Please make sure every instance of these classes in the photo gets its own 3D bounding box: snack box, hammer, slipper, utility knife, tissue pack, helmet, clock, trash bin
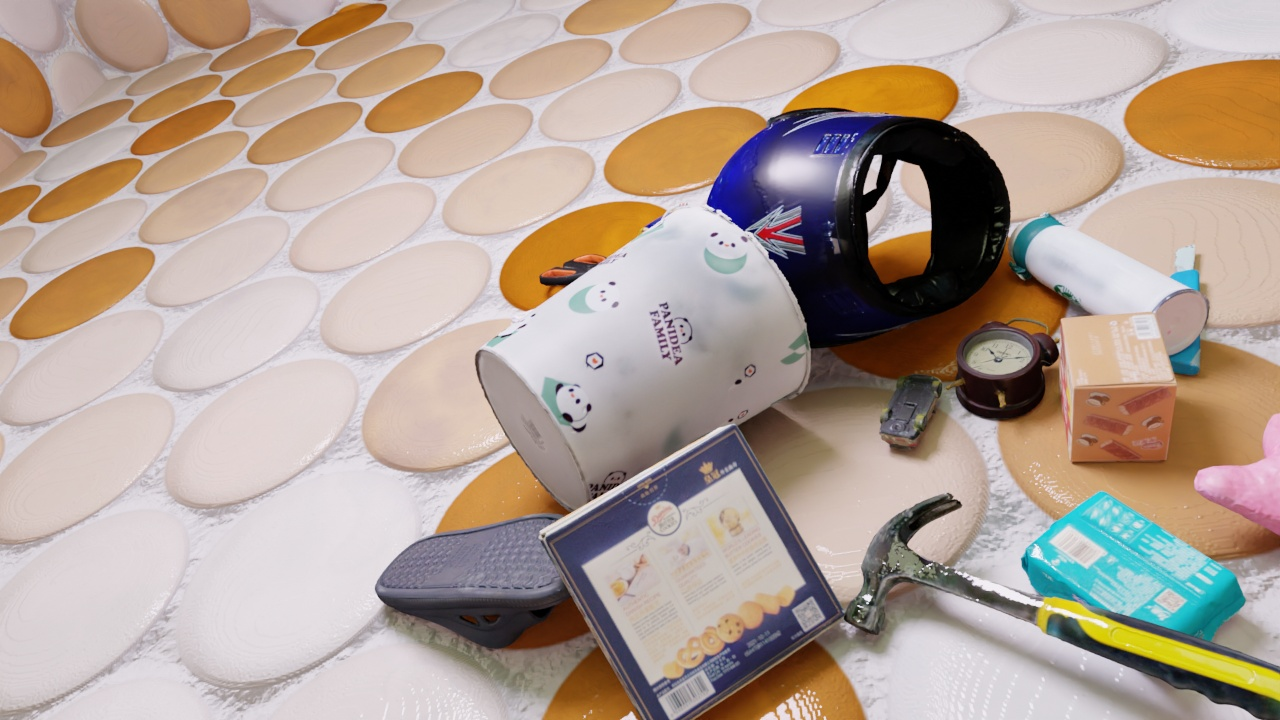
[{"bbox_3d":[0.041,0.172,0.734,0.177,0.182,0.046,-29,-3,-12],"label":"snack box"},{"bbox_3d":[0.306,0.183,0.648,0.324,0.032,0.126,12,72,43],"label":"hammer"},{"bbox_3d":[-0.135,0.208,0.849,0.269,0.083,0.110,-12,27,39],"label":"slipper"},{"bbox_3d":[0.537,-0.057,0.908,0.034,0.018,0.193,1,43,33],"label":"utility knife"},{"bbox_3d":[0.367,0.166,0.690,0.093,0.050,0.133,-32,41,-15],"label":"tissue pack"},{"bbox_3d":[0.414,0.024,0.804,0.077,0.094,0.092,-4,41,20],"label":"snack box"},{"bbox_3d":[0.212,-0.142,0.987,0.314,0.247,0.241,-10,8,-38],"label":"helmet"},{"bbox_3d":[0.353,0.002,0.889,0.082,0.055,0.121,22,57,41],"label":"clock"},{"bbox_3d":[-0.005,0.005,0.890,0.251,0.230,0.230,-33,40,-21],"label":"trash bin"}]

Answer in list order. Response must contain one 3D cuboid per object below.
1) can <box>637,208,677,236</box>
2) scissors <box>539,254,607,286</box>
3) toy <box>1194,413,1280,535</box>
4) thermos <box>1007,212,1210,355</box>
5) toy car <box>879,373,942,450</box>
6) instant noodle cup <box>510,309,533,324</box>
[{"bbox_3d":[0.033,-0.130,1.128,0.049,0.148,0.074,-32,79,-12],"label":"can"},{"bbox_3d":[-0.056,-0.103,1.177,0.142,0.022,0.235,-19,21,-10],"label":"scissors"},{"bbox_3d":[0.538,0.108,0.670,0.178,0.075,0.194,-23,40,-21],"label":"toy"},{"bbox_3d":[0.457,-0.082,0.927,0.073,0.073,0.224,-23,32,-4],"label":"thermos"},{"bbox_3d":[0.263,0.048,0.890,0.042,0.035,0.090,11,47,31],"label":"toy car"},{"bbox_3d":[-0.048,-0.039,1.070,0.173,0.060,0.138,-19,20,-36],"label":"instant noodle cup"}]
